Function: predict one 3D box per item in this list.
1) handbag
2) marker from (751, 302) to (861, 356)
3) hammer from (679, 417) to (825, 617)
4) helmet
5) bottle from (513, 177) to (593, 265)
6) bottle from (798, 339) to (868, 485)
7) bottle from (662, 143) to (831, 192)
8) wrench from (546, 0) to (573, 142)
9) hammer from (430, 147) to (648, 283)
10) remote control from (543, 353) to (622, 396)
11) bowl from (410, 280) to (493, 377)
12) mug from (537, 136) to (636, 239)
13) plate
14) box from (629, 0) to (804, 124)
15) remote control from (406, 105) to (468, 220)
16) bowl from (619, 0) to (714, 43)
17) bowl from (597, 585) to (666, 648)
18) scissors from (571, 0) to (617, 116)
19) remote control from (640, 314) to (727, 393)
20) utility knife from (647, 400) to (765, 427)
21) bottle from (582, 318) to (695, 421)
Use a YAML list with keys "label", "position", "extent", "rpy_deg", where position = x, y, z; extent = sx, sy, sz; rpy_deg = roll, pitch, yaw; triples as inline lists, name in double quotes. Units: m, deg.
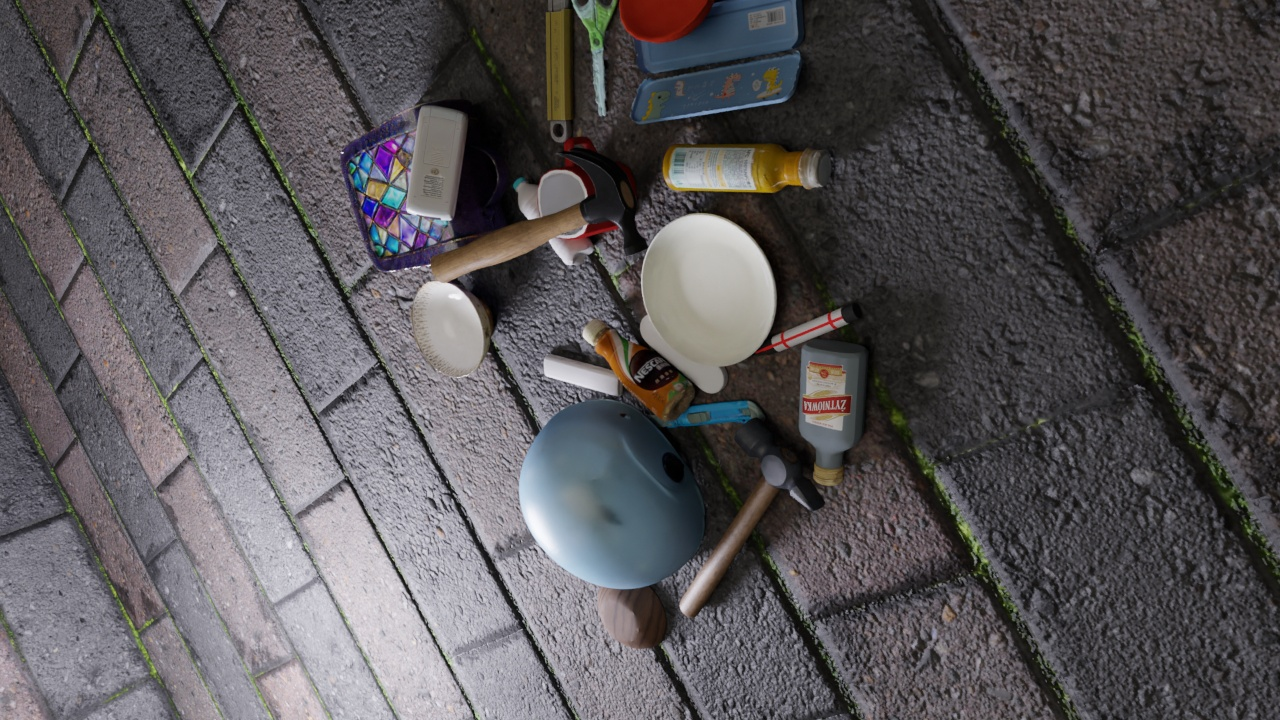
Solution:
- label: "handbag"
  position: [-0.271, -0.228, 1.234]
  extent: [0.222, 0.125, 0.205]
  rpy_deg: [-11, 99, 30]
- label: "marker"
  position: [0.182, -0.030, 1.036]
  extent: [0.146, 0.019, 0.019]
  rpy_deg: [-24, 90, 39]
- label: "hammer"
  position: [0.118, 0.225, 1.151]
  extent: [0.129, 0.040, 0.323]
  rpy_deg: [48, 133, 28]
- label: "helmet"
  position: [-0.047, 0.194, 1.195]
  extent: [0.265, 0.166, 0.226]
  rpy_deg: [46, 122, -2]
- label: "bottle"
  position: [-0.117, -0.183, 1.189]
  extent: [0.136, 0.044, 0.044]
  rpy_deg: [50, 128, 12]
- label: "bottle"
  position: [0.214, 0.061, 1.026]
  extent: [0.072, 0.046, 0.161]
  rpy_deg: [12, 112, 33]
- label: "bottle"
  position: [0.115, -0.210, 1.001]
  extent: [0.186, 0.053, 0.053]
  rpy_deg: [9, 111, 34]
- label: "wrench"
  position: [-0.095, -0.403, 1.112]
  extent: [0.084, 0.018, 0.274]
  rpy_deg: [13, 113, 32]
- label: "hammer"
  position: [-0.139, -0.152, 1.087]
  extent: [0.306, 0.040, 0.132]
  rpy_deg: [-14, 103, 34]
- label: "remote control"
  position: [-0.080, 0.020, 1.252]
  extent: [0.131, 0.012, 0.033]
  rpy_deg: [14, 114, 33]
- label: "bowl"
  position: [-0.259, -0.051, 1.329]
  extent: [0.145, 0.063, 0.145]
  rpy_deg: [13, 112, 33]
- label: "mug"
  position: [-0.064, -0.210, 1.106]
  extent: [0.081, 0.096, 0.116]
  rpy_deg: [9, 111, 34]
- label: "plate"
  position: [0.084, -0.084, 1.080]
  extent: [0.182, 0.034, 0.182]
  rpy_deg: [13, 113, 33]
- label: "box"
  position: [0.079, -0.325, 1.000]
  extent: [0.210, 0.039, 0.126]
  rpy_deg: [2, 91, 36]
- label: "remote control"
  position: [-0.254, -0.246, 1.145]
  extent: [0.060, 0.025, 0.138]
  rpy_deg: [9, 98, -7]
- label: "bowl"
  position: [0.037, -0.394, 0.988]
  extent: [0.122, 0.035, 0.122]
  rpy_deg: [-9, 75, 33]
- label: "bowl"
  position: [-0.021, 0.367, 1.317]
  extent: [0.119, 0.032, 0.119]
  rpy_deg: [13, 113, 33]
- label: "scissors"
  position: [-0.051, -0.376, 1.086]
  extent: [0.065, 0.033, 0.174]
  rpy_deg: [2, 117, 12]
- label: "remote control"
  position: [0.053, -0.010, 1.143]
  extent: [0.136, 0.013, 0.043]
  rpy_deg: [41, 126, 18]
- label: "utility knife"
  position: [0.069, 0.072, 1.160]
  extent: [0.199, 0.015, 0.031]
  rpy_deg: [-10, 98, 40]
- label: "bottle"
  position: [-0.007, 0.007, 1.165]
  extent: [0.167, 0.059, 0.059]
  rpy_deg: [41, 125, 23]
